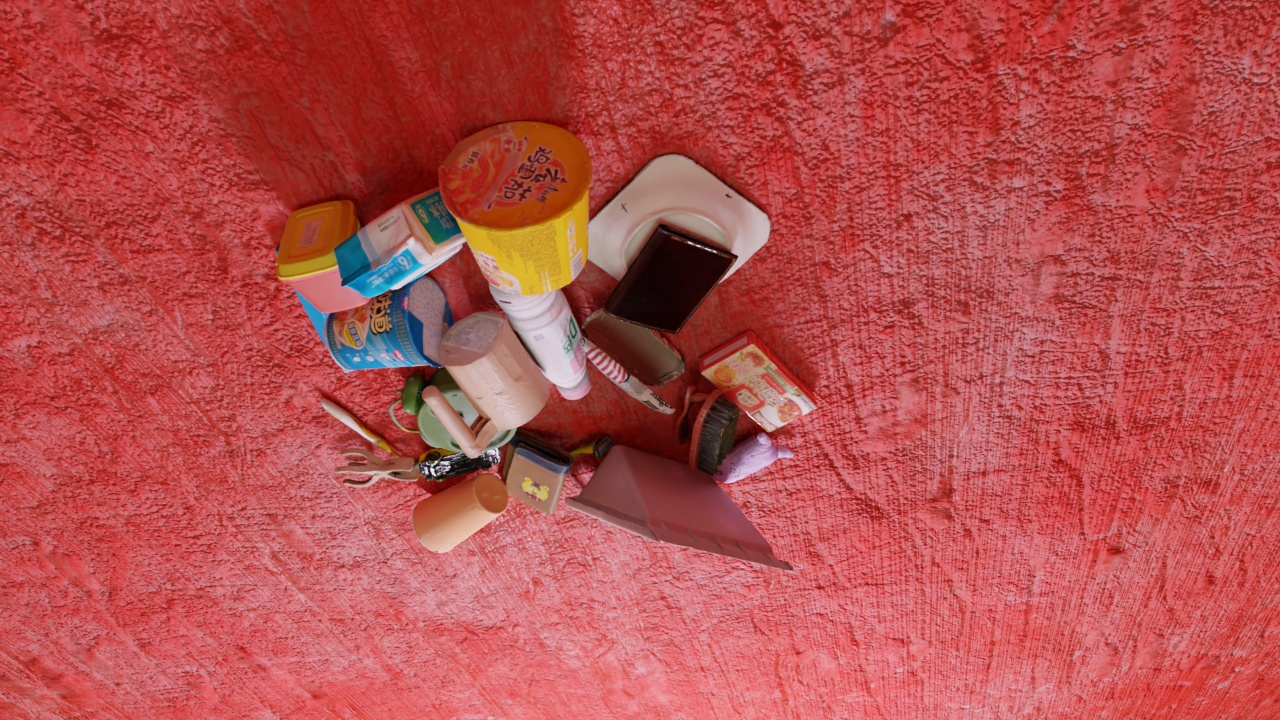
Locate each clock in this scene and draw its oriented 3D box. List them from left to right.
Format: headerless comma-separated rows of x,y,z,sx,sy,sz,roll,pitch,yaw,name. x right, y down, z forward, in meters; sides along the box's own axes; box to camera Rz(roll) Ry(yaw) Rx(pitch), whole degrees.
-0.220,0.057,1.091,0.161,0.056,0.116,-11,136,7,clock

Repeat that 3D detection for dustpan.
0.023,0.216,1.175,0.222,0.257,0.143,20,112,-33,dustpan

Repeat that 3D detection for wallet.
-0.139,0.145,1.192,0.090,0.033,0.116,27,136,6,wallet
0.030,-0.079,0.944,0.096,0.020,0.123,16,133,-27,wallet

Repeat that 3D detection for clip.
-0.339,0.131,1.160,0.105,0.034,0.083,-7,142,21,clip

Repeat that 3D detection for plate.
0.035,-0.119,0.941,0.163,0.034,0.165,29,128,-30,plate

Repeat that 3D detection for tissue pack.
-0.217,-0.111,0.863,0.090,0.139,0.063,-28,102,22,tissue pack

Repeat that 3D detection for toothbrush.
-0.330,0.098,1.156,0.018,0.016,0.191,-32,131,12,toothbrush

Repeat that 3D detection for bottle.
-0.101,-0.029,1.003,0.068,0.068,0.197,-12,138,8,bottle

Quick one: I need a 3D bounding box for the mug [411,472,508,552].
-0.235,0.197,1.215,0.123,0.078,0.078,-32,130,32,mug

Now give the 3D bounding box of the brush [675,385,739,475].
0.078,0.080,1.122,0.069,0.063,0.146,29,153,16,brush

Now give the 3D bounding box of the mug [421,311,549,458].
-0.167,0.025,0.968,0.084,0.124,0.103,16,148,38,mug

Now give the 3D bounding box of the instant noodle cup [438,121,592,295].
-0.107,-0.135,0.850,0.138,0.137,0.110,-5,146,1,instant noodle cup

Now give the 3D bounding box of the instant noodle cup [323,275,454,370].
-0.269,-0.033,0.973,0.110,0.099,0.099,-9,137,18,instant noodle cup

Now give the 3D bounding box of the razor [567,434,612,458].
-0.093,0.135,1.204,0.133,0.043,0.028,-35,95,33,razor

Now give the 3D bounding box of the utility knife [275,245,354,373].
-0.346,-0.049,0.997,0.034,0.018,0.192,3,138,9,utility knife

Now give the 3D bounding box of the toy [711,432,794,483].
0.140,0.130,1.209,0.108,0.038,0.083,-34,138,26,toy

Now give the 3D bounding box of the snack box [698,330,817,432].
0.144,0.028,1.110,0.075,0.025,0.153,-30,131,24,snack box

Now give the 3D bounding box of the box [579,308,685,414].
-0.008,0.010,1.030,0.076,0.087,0.163,-21,145,21,box

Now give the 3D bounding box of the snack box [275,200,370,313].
-0.304,-0.099,0.899,0.082,0.091,0.080,-11,143,8,snack box

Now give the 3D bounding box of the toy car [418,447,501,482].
-0.232,0.124,1.179,0.105,0.032,0.048,-12,138,-8,toy car
